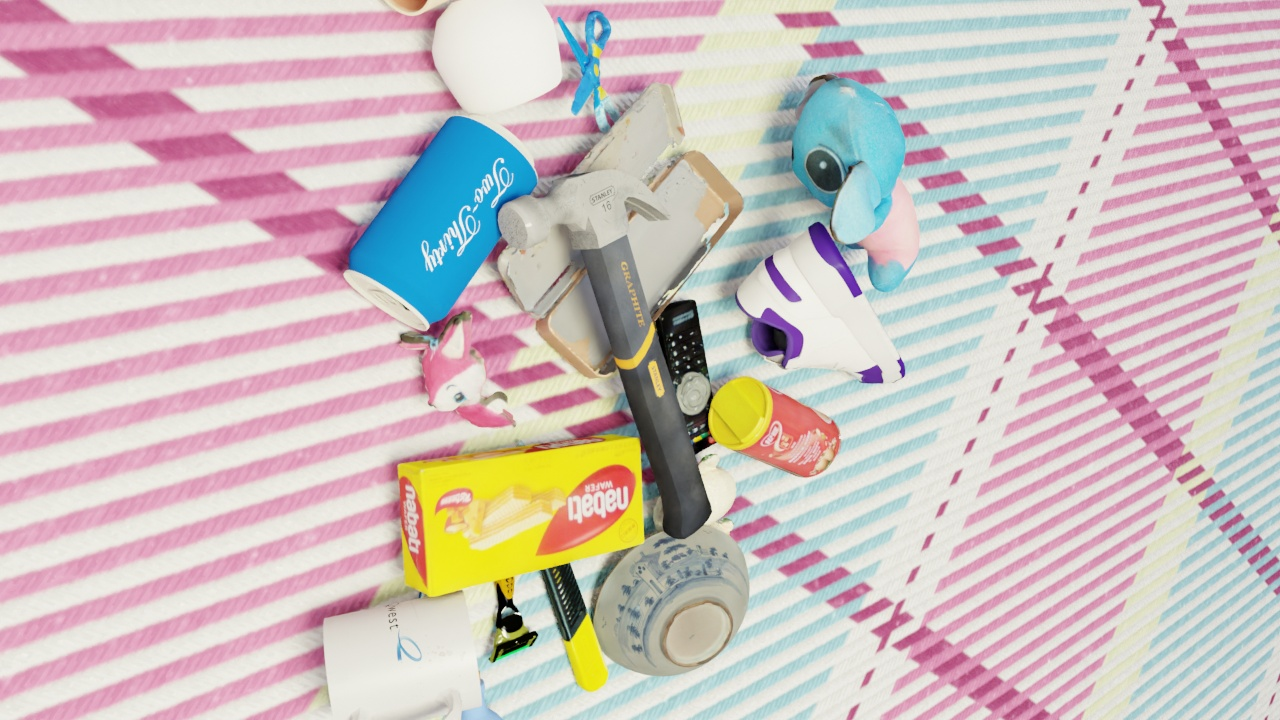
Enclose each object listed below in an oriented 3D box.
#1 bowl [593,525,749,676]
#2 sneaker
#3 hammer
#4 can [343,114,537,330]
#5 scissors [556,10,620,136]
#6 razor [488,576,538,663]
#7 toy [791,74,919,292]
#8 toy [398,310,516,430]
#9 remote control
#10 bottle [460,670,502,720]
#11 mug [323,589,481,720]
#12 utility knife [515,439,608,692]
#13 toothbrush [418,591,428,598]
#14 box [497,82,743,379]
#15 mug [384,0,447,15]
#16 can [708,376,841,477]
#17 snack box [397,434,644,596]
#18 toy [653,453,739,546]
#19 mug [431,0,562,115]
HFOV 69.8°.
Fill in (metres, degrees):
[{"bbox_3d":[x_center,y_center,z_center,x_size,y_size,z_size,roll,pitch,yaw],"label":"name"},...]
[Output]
[{"bbox_3d":[0.038,0.222,0.795,0.150,0.057,0.151,-9,114,-20],"label":"bowl"},{"bbox_3d":[0.167,-0.024,0.864,0.111,0.091,0.244,-30,141,14],"label":"sneaker"},{"bbox_3d":[-0.004,0.004,0.720,0.139,0.035,0.313,-33,115,-37],"label":"hammer"},{"bbox_3d":[-0.141,-0.100,0.658,0.079,0.079,0.146,40,73,-29],"label":"can"},{"bbox_3d":[-0.038,-0.225,0.728,0.125,0.014,0.131,-73,148,-42],"label":"scissors"},{"bbox_3d":[-0.108,0.168,0.739,0.044,0.021,0.144,-9,100,-46],"label":"razor"},{"bbox_3d":[0.197,-0.152,0.823,0.223,0.099,0.191,-92,158,-48],"label":"toy"},{"bbox_3d":[-0.134,0.018,0.680,0.102,0.066,0.050,60,40,-20],"label":"toy"},{"bbox_3d":[0.041,0.017,0.825,0.045,0.021,0.140,-24,111,-33],"label":"remote control"},{"bbox_3d":[-0.127,0.307,0.723,0.048,0.048,0.131,-11,100,-32],"label":"bottle"},{"bbox_3d":[-0.163,0.222,0.636,0.096,0.119,0.083,-9,119,-16],"label":"mug"},{"bbox_3d":[-0.069,0.174,0.766,0.028,0.020,0.234,-26,109,-35],"label":"utility knife"},{"bbox_3d":[-0.182,0.232,0.698,0.021,0.016,0.132,23,81,-18],"label":"toothbrush"},{"bbox_3d":[-0.014,-0.106,0.753,0.216,0.071,0.157,-52,136,-18],"label":"box"},{"bbox_3d":[-0.145,-0.311,0.643,0.111,0.085,0.104,47,56,3],"label":"mug"},{"bbox_3d":[0.125,0.064,0.847,0.124,0.067,0.066,25,80,-42],"label":"can"},{"bbox_3d":[-0.086,0.114,0.714,0.200,0.042,0.092,-5,94,-39],"label":"snack box"},{"bbox_3d":[0.051,0.132,0.824,0.087,0.050,0.112,-35,125,-22],"label":"toy"},{"bbox_3d":[-0.098,-0.236,0.676,0.123,0.090,0.076,-53,131,-47],"label":"mug"}]
